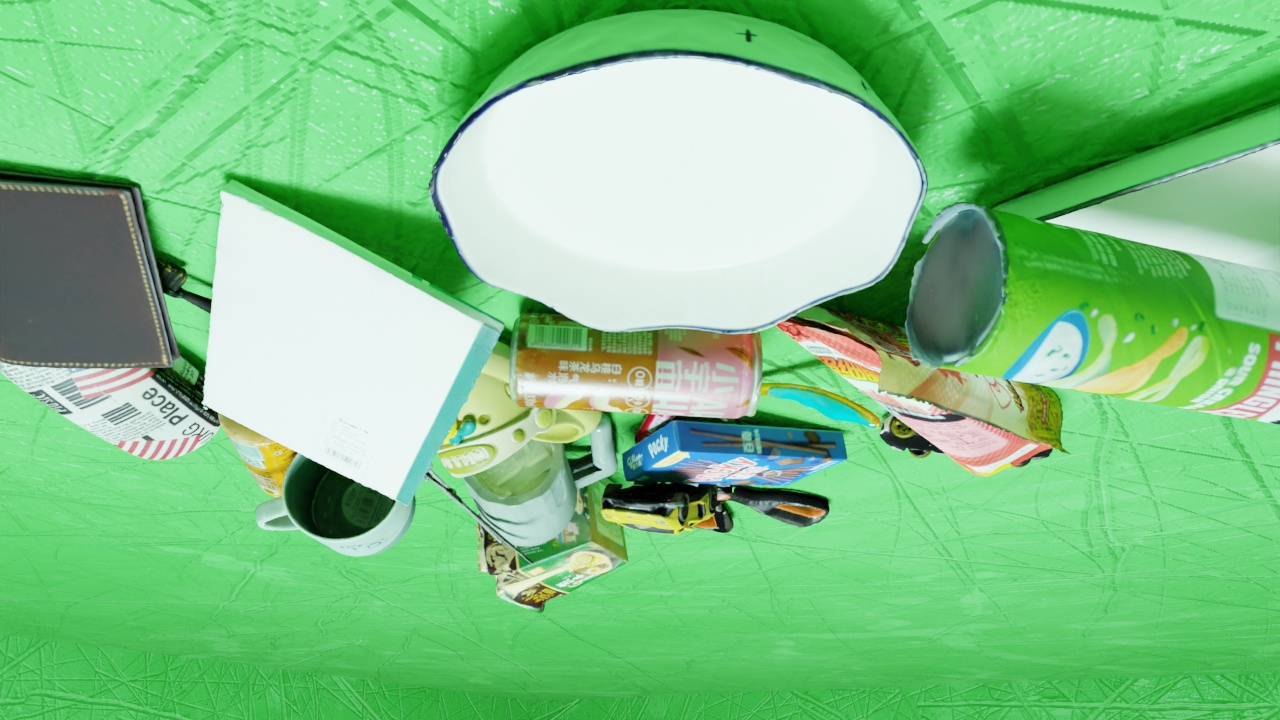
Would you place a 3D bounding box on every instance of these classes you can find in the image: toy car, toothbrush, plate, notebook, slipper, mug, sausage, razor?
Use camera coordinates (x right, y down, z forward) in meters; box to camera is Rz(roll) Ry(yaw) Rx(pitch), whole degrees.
[{"bbox_3d":[0.236,0.051,0.669,0.123,0.037,0.056,1,155,32],"label":"toy car"},{"bbox_3d":[-0.217,-0.010,0.584,0.027,0.026,0.212,-39,141,12],"label":"toothbrush"},{"bbox_3d":[0.016,-0.074,0.403,0.205,0.045,0.205,3,154,1],"label":"plate"},{"bbox_3d":[-0.176,0.005,0.526,0.150,0.012,0.210,29,138,-8],"label":"notebook"},{"bbox_3d":[0.264,-0.061,0.426,0.266,0.034,0.162,-19,148,38],"label":"plate"},{"bbox_3d":[-0.103,0.036,0.606,0.092,0.081,0.190,-18,152,39],"label":"slipper"},{"bbox_3d":[-0.231,0.109,0.700,0.111,0.082,0.106,-15,165,-11],"label":"mug"},{"bbox_3d":[0.016,0.038,0.674,0.020,0.020,0.156,6,156,-9],"label":"sausage"},{"bbox_3d":[0.015,0.118,0.743,0.071,0.041,0.155,4,178,18],"label":"toy car"},{"bbox_3d":[0.098,0.029,0.610,0.133,0.028,0.043,5,160,40],"label":"razor"},{"bbox_3d":[-0.077,0.086,0.732,0.124,0.083,0.103,-23,156,-10],"label":"mug"}]

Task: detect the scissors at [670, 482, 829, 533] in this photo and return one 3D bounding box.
[{"bbox_3d":[0.081,0.134,0.872,0.220,0.021,0.224,11,154,-19],"label":"scissors"}]

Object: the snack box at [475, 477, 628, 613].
[{"bbox_3d":[-0.075,0.152,0.833,0.106,0.118,0.117,-18,150,16],"label":"snack box"}]

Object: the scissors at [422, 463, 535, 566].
[{"bbox_3d":[-0.152,0.097,0.712,0.172,0.014,0.159,20,151,45],"label":"scissors"}]

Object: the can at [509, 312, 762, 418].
[{"bbox_3d":[-0.003,0.003,0.555,0.147,0.057,0.058,3,155,-2],"label":"can"}]

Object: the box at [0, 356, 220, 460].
[{"bbox_3d":[-0.333,0.020,0.590,0.074,0.079,0.164,-6,148,8],"label":"box"}]

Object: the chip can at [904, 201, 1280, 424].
[{"bbox_3d":[0.236,-0.014,0.402,0.236,0.072,0.072,9,154,-14],"label":"chip can"}]

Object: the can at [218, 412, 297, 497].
[{"bbox_3d":[-0.276,0.060,0.697,0.058,0.058,0.146,6,155,-10],"label":"can"}]

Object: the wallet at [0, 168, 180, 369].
[{"bbox_3d":[-0.302,-0.044,0.478,0.096,0.020,0.123,2,134,-12],"label":"wallet"}]

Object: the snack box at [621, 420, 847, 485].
[{"bbox_3d":[0.074,0.075,0.717,0.157,0.026,0.085,5,156,-27],"label":"snack box"}]

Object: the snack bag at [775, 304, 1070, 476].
[{"bbox_3d":[0.157,0.012,0.533,0.207,0.073,0.128,21,-172,-38],"label":"snack bag"}]
